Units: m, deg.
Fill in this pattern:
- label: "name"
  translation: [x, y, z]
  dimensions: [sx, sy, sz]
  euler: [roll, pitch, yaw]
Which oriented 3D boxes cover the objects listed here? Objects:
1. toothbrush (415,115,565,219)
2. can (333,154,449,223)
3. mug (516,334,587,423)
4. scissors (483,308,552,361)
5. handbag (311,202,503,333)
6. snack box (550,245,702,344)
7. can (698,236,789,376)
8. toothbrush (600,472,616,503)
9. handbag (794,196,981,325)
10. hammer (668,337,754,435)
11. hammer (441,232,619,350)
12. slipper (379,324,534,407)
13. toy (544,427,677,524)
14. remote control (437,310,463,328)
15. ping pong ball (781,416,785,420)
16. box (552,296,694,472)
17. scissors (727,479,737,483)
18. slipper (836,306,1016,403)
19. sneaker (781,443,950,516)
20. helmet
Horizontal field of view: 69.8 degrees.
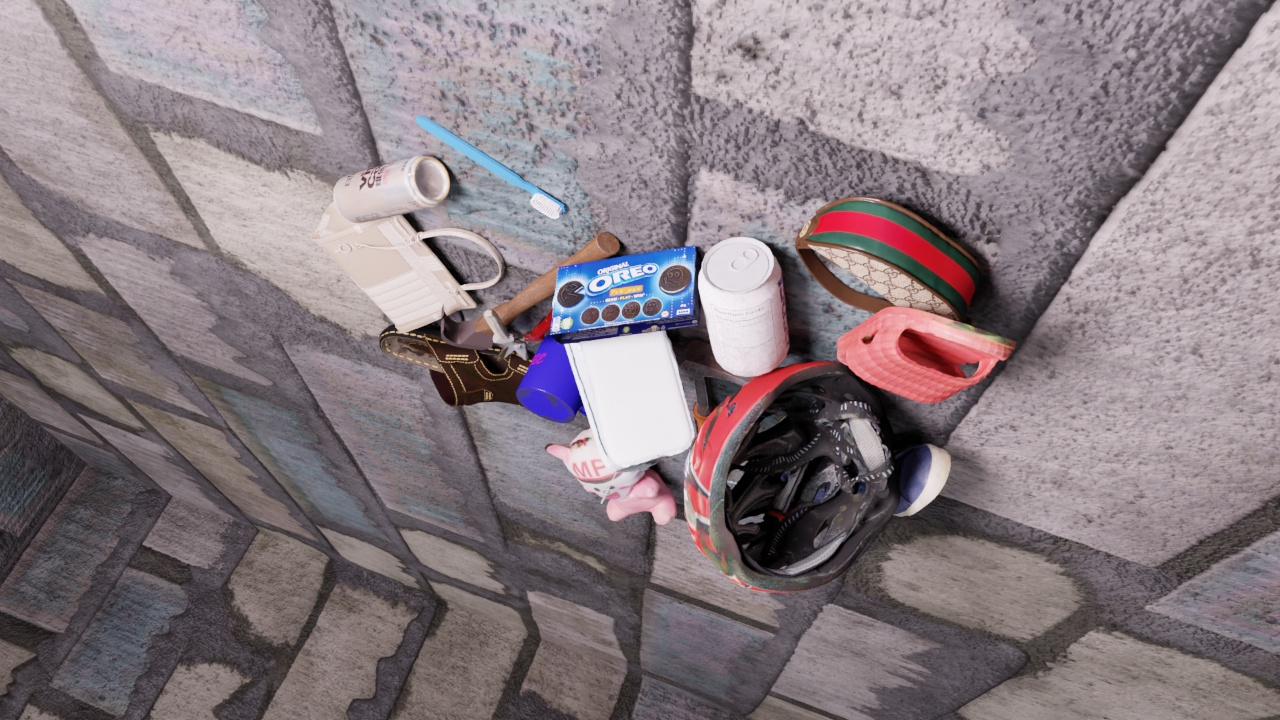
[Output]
- label: "toothbrush"
  translation: [-0.147, -0.189, 0.900]
  dimensions: [0.166, 0.014, 0.016]
  euler: [31, 151, -13]
- label: "can"
  translation: [-0.261, -0.178, 0.960]
  dimensions: [0.136, 0.054, 0.054]
  euler: [-2, 143, 39]
- label: "mug"
  translation: [-0.090, 0.030, 1.159]
  dimensions: [0.111, 0.083, 0.079]
  euler: [29, 151, -10]
- label: "scissors"
  translation: [-0.144, -0.032, 1.093]
  dimensions: [0.188, 0.015, 0.179]
  euler: [-16, 162, 29]
- label: "handbag"
  translation: [-0.249, -0.115, 1.078]
  dimensions: [0.198, 0.062, 0.176]
  euler: [-3, 143, 26]
- label: "snack box"
  translation: [-0.014, -0.065, 0.907]
  dimensions: [0.150, 0.082, 0.027]
  euler: [-7, 151, 18]
- label: "can"
  translation: [0.101, -0.050, 0.888]
  dimensions: [0.078, 0.078, 0.136]
  euler: [12, 150, 20]
- label: "toothbrush"
  translation: [-0.016, 0.097, 1.115]
  dimensions: [0.010, 0.181, 0.010]
  euler: [27, 147, 0]
- label: "handbag"
  translation: [0.213, -0.075, 0.799]
  dimensions: [0.166, 0.063, 0.138]
  euler: [30, 168, -20]
- label: "hammer"
  translation: [0.095, 0.076, 1.155]
  dimensions: [0.138, 0.034, 0.315]
  euler: [14, 151, 17]
- label: "hammer"
  translation: [-0.128, -0.072, 1.045]
  dimensions: [0.115, 0.033, 0.324]
  euler: [10, 158, -35]
- label: "slipper"
  translation: [-0.226, 0.021, 1.236]
  dimensions: [0.268, 0.075, 0.113]
  euler: [17, 152, -4]
- label: "toy"
  translation: [-0.035, 0.167, 1.355]
  dimensions: [0.142, 0.084, 0.213]
  euler: [-3, 144, 36]
- label: "remote control"
  translation: [-0.251, -0.041, 1.234]
  dimensions: [0.046, 0.009, 0.125]
  euler: [15, 151, 15]
- label: "ping pong ball"
  translation: [0.183, 0.084, 1.095]
  dimensions: [0.040, 0.040, 0.040]
  euler: [18, 151, 10]
- label: "box"
  translation: [-0.002, 0.004, 0.958]
  dimensions: [0.125, 0.215, 0.106]
  euler: [-28, 166, 32]
- label: "scissors"
  translation: [0.175, 0.174, 1.229]
  dimensions: [0.171, 0.023, 0.168]
  euler: [14, 174, -19]
- label: "slipper"
  translation: [0.236, 0.003, 0.819]
  dimensions: [0.103, 0.059, 0.249]
  euler: [19, 173, -7]
- label: "sneaker"
  translation: [0.249, 0.125, 1.076]
  dimensions: [0.118, 0.091, 0.233]
  euler: [28, 160, -4]
- label: "helmet"
  translation: [0.149, 0.120, 0.954]
  dimensions: [0.167, 0.271, 0.217]
  euler: [-5, 113, 55]
